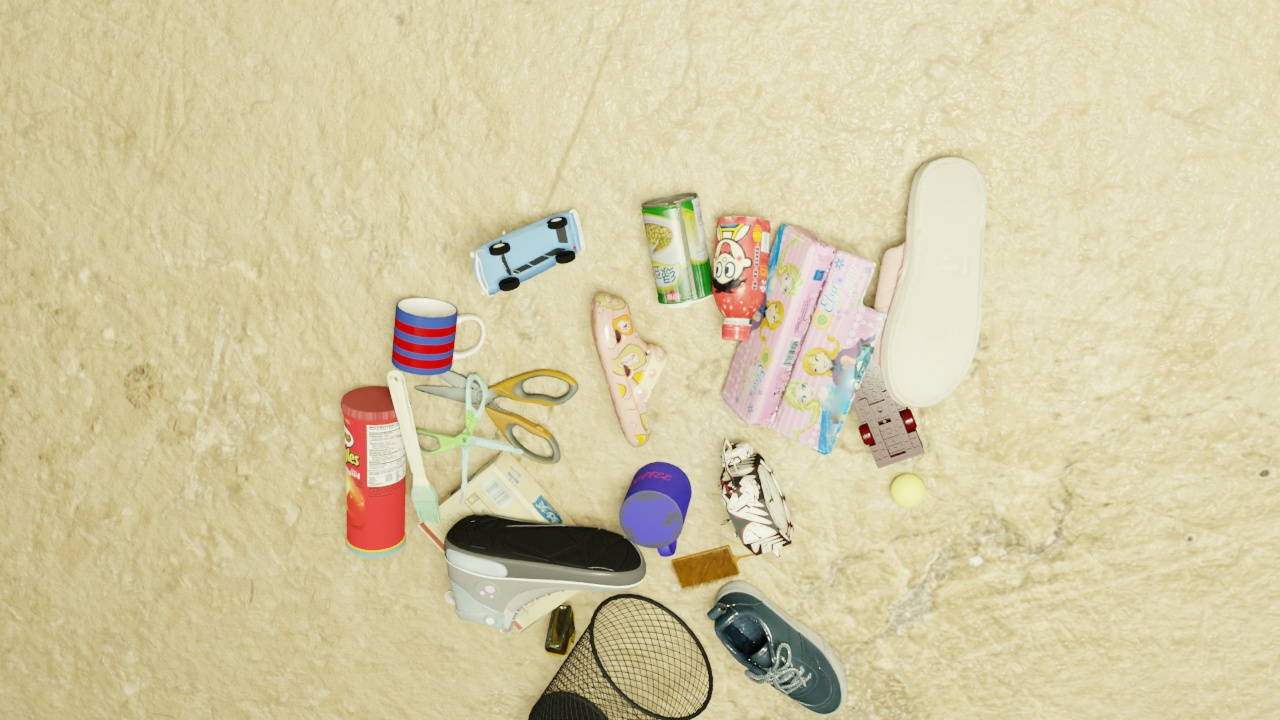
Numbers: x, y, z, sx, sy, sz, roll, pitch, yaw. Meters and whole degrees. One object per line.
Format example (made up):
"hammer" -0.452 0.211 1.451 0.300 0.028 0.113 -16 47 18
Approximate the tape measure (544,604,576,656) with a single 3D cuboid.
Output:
"tape measure" -0.107 0.371 1.256 0.037 0.065 0.064 10 148 4

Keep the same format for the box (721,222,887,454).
"box" 0.177 -0.021 1.028 0.161 0.061 0.231 34 117 37

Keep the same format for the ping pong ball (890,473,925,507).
"ping pong ball" 0.323 0.157 1.107 0.040 0.040 0.040 4 110 10

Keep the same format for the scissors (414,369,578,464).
"scissors" -0.182 0.042 1.182 0.225 0.016 0.176 33 112 1

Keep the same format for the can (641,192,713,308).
"can" 0.043 -0.126 1.050 0.067 0.067 0.121 -7 107 14

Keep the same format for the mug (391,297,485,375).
"mug" -0.251 -0.029 1.147 0.111 0.075 0.076 4 112 -17

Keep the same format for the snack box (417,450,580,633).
"snack box" -0.171 0.244 1.228 0.153 0.055 0.207 -38 98 20

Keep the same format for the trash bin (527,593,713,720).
"trash bin" -0.038 0.448 1.216 0.184 0.183 0.211 35 117 -2

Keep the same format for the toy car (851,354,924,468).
"toy car" 0.270 0.032 1.060 0.070 0.061 0.170 -22 93 17

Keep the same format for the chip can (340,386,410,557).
"chip can" -0.350 0.147 1.215 0.087 0.086 0.214 9 111 8

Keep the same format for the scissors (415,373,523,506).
"scissors" -0.224 0.101 1.176 0.172 0.021 0.173 6 89 22

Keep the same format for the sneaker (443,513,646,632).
"sneaker" -0.124 0.288 1.165 0.257 0.092 0.161 8 118 6

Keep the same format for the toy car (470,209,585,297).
"toy car" -0.131 -0.125 1.054 0.055 0.153 0.056 16 127 45

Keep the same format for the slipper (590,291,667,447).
"slipper" -0.007 0.006 1.104 0.081 0.093 0.197 -15 108 -5

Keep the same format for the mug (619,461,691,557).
"mug" 0.024 0.195 1.157 0.079 0.083 0.111 -11 106 15

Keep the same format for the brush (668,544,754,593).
"brush" 0.105 0.268 1.202 0.126 0.017 0.048 -18 104 17

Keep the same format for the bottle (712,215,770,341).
"bottle" 0.112 -0.091 1.033 0.062 0.062 0.137 4 91 10

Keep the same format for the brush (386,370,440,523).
"brush" -0.289 0.112 1.164 0.033 0.012 0.218 -2 113 13

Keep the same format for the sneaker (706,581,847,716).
"sneaker" 0.180 0.386 1.190 0.235 0.087 0.089 43 111 -5

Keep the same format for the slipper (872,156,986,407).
"slipper" 0.316 -0.084 1.003 0.114 0.054 0.274 8 94 -9

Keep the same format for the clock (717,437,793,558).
"clock" 0.125 0.163 1.105 0.065 0.114 0.155 -23 120 18
